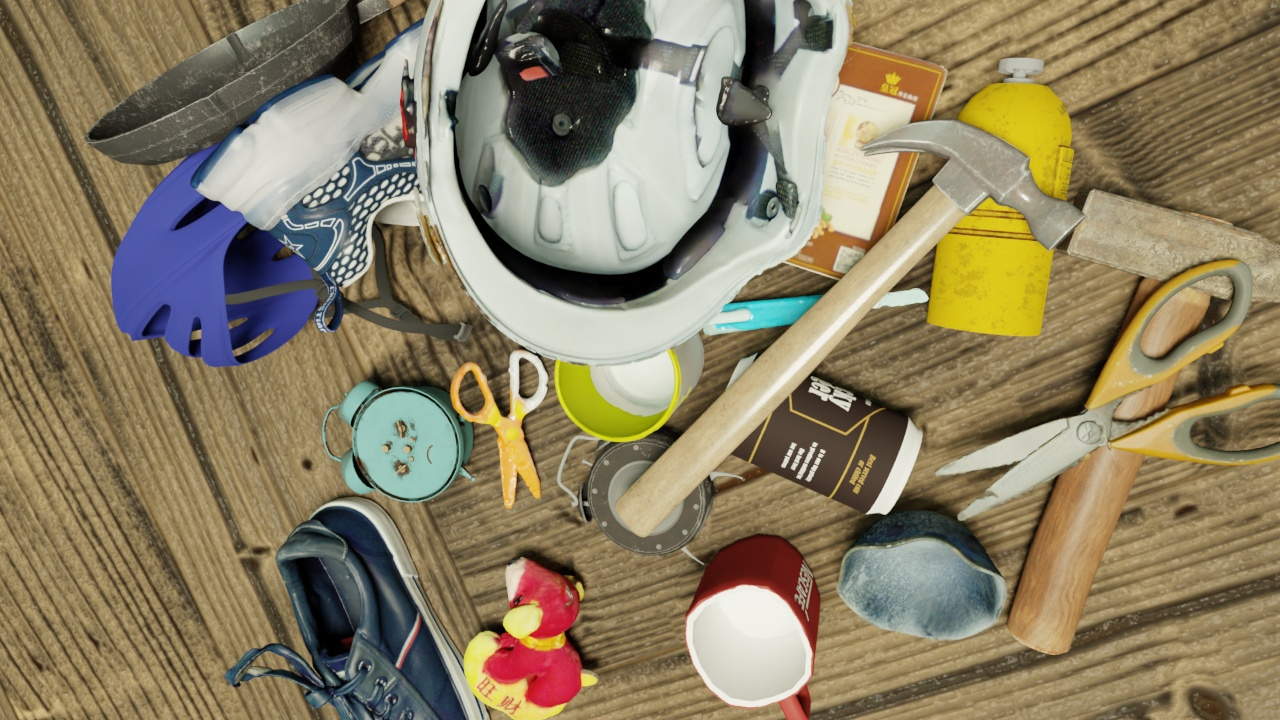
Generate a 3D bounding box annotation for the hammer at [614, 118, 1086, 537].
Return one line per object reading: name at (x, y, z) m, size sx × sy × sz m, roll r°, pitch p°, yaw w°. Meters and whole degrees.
hammer at (0.103, -0.008, 0.570) m, size 0.119 × 0.030 × 0.332 m, roll 47°, pitch 108°, yaw 15°

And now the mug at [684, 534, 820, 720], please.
mug at (0.088, 0.192, 0.639) m, size 0.081 × 0.096 × 0.116 m, roll -26°, pitch 92°, yaw 16°

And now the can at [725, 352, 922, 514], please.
can at (0.117, 0.049, 0.622) m, size 0.128 × 0.071 × 0.072 m, roll 24°, pitch 103°, yaw 9°

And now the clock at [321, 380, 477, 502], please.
clock at (-0.187, 0.061, 0.708) m, size 0.124 × 0.053 × 0.090 m, roll 6°, pitch 99°, yaw 13°

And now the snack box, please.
snack box at (0.108, -0.138, 0.609) m, size 0.143 × 0.041 × 0.147 m, roll 19°, pitch 103°, yaw 11°

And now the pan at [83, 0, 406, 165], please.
pan at (-0.212, -0.230, 0.634) m, size 0.357 × 0.207 × 0.040 m, roll -28°, pitch 124°, yaw -2°

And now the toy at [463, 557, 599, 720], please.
toy at (-0.080, 0.224, 0.706) m, size 0.105 × 0.067 × 0.137 m, roll 21°, pitch 111°, yaw 6°

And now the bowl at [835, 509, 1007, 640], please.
bowl at (0.189, 0.137, 0.619) m, size 0.110 × 0.055 × 0.111 m, roll 11°, pitch 136°, yaw 11°

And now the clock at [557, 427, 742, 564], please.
clock at (0.003, 0.092, 0.671) m, size 0.123 × 0.043 × 0.091 m, roll 24°, pitch 104°, yaw 9°

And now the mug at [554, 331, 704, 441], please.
mug at (-0.004, 0.004, 0.626) m, size 0.083 × 0.106 × 0.082 m, roll 2°, pitch 100°, yaw 13°

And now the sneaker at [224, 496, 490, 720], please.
sneaker at (-0.212, 0.260, 0.712) m, size 0.121 × 0.127 × 0.294 m, roll -19°, pitch 96°, yaw 15°

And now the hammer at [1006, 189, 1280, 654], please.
hammer at (0.312, 0.056, 0.593) m, size 0.158 × 0.037 × 0.301 m, roll 18°, pitch 103°, yaw 10°

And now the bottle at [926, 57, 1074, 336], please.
bottle at (0.226, -0.101, 0.572) m, size 0.071 × 0.071 × 0.164 m, roll 7°, pitch 100°, yaw 13°

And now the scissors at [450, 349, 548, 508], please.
scissors at (-0.090, 0.051, 0.697) m, size 0.083 × 0.012 × 0.133 m, roll -28°, pitch 114°, yaw -17°

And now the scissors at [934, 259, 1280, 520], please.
scissors at (0.301, 0.045, 0.566) m, size 0.166 × 0.016 × 0.226 m, roll 47°, pitch 107°, yaw 3°

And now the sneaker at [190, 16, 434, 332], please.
sneaker at (-0.137, -0.137, 0.591) m, size 0.103 × 0.268 × 0.132 m, roll -8°, pitch 120°, yaw 52°

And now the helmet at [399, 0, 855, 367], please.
helmet at (-0.023, -0.142, 0.529) m, size 0.236 × 0.163 × 0.264 m, roll 5°, pitch 109°, yaw -24°

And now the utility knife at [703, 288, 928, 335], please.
utility knife at (0.113, -0.032, 0.619) m, size 0.159 × 0.015 × 0.022 m, roll -3°, pitch 96°, yaw 30°

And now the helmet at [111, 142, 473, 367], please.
helmet at (-0.239, -0.058, 0.648) m, size 0.227 × 0.147 × 0.241 m, roll 45°, pitch 93°, yaw 6°
